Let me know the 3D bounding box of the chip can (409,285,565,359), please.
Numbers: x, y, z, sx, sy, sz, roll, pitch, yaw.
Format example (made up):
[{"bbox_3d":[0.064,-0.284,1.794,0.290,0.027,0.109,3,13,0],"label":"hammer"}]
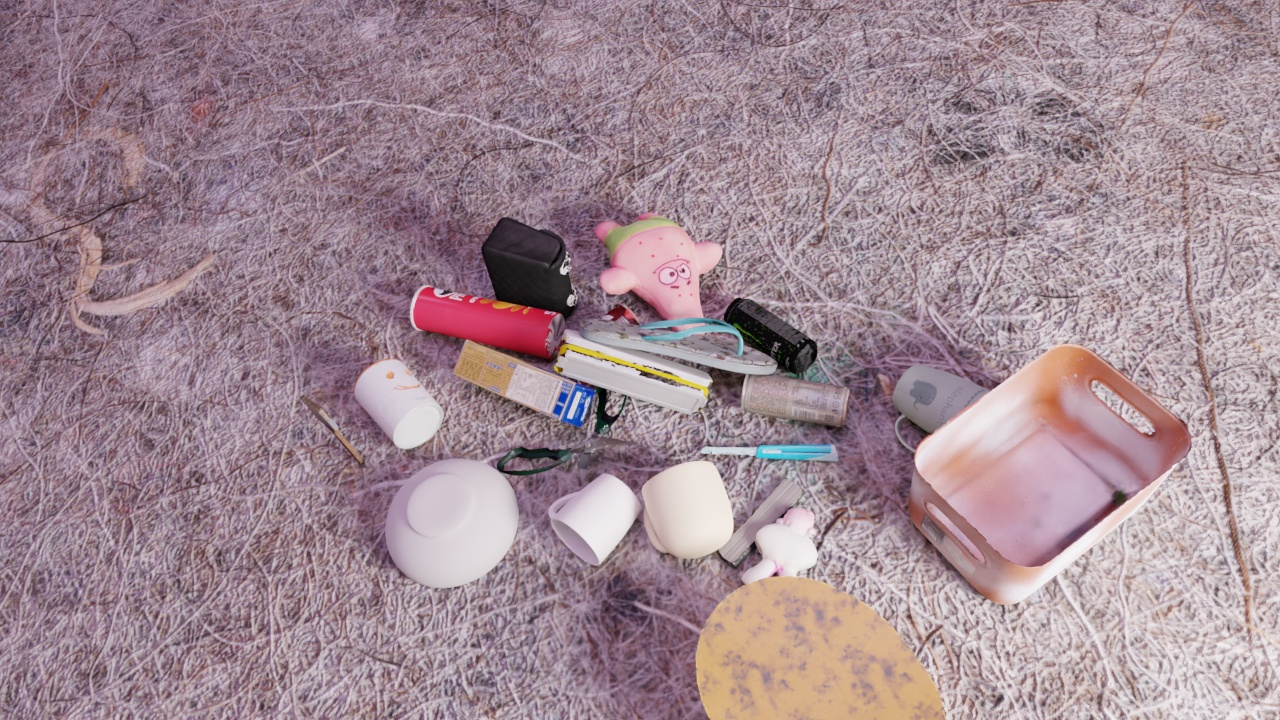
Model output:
[{"bbox_3d":[-0.223,-0.057,1.343,0.221,0.069,0.069,12,60,17],"label":"chip can"}]

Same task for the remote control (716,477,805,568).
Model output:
[{"bbox_3d":[0.150,0.201,1.140,0.033,0.013,0.136,37,68,28],"label":"remote control"}]

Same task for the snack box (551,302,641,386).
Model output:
[{"bbox_3d":[-0.057,-0.018,1.287,0.121,0.072,0.072,-37,58,-13],"label":"snack box"}]

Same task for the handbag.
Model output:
[{"bbox_3d":[-0.148,-0.139,1.339,0.125,0.154,0.114,19,58,15],"label":"handbag"}]

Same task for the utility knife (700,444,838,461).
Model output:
[{"bbox_3d":[0.166,0.121,1.191,0.177,0.015,0.022,-2,82,11],"label":"utility knife"}]

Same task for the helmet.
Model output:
[{"bbox_3d":[0.181,0.357,0.959,0.255,0.131,0.205,37,70,28],"label":"helmet"}]

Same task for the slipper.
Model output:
[{"bbox_3d":[0.053,-0.037,1.226,0.269,0.055,0.098,11,16,-2],"label":"slipper"}]

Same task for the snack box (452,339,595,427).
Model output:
[{"bbox_3d":[-0.160,0.030,1.257,0.207,0.057,0.056,21,87,32],"label":"snack box"}]

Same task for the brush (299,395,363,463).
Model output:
[{"bbox_3d":[-0.405,0.098,1.227,0.045,0.143,0.008,25,62,33],"label":"brush"}]

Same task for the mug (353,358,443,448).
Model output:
[{"bbox_3d":[-0.337,0.060,1.278,0.082,0.082,0.105,-39,60,-16],"label":"mug"}]

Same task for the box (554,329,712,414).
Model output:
[{"bbox_3d":[-0.008,0.012,1.220,0.210,0.067,0.070,17,80,-5],"label":"box"}]

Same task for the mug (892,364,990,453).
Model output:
[{"bbox_3d":[0.371,0.067,1.157,0.104,0.084,0.111,31,95,37],"label":"mug"}]

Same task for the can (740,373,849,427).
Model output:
[{"bbox_3d":[0.203,0.051,1.205,0.136,0.054,0.054,8,59,16],"label":"can"}]

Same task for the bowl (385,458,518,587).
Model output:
[{"bbox_3d":[-0.249,0.198,1.180,0.177,0.066,0.176,-5,56,7],"label":"bowl"}]

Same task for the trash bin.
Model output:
[{"bbox_3d":[0.452,0.133,1.046,0.259,0.157,0.181,-34,58,-11],"label":"trash bin"}]

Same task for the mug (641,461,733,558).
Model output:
[{"bbox_3d":[0.054,0.193,1.119,0.120,0.096,0.099,-37,60,31],"label":"mug"}]

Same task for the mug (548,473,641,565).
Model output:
[{"bbox_3d":[-0.064,0.191,1.151,0.114,0.081,0.087,18,54,44],"label":"mug"}]

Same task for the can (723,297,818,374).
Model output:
[{"bbox_3d":[0.180,-0.035,1.266,0.138,0.054,0.053,37,69,28],"label":"can"}]

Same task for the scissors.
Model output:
[{"bbox_3d":[-0.095,0.099,1.235,0.204,0.015,0.201,-11,37,18],"label":"scissors"}]

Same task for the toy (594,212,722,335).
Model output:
[{"bbox_3d":[0.031,-0.125,1.329,0.191,0.097,0.236,-20,67,-18],"label":"toy"}]

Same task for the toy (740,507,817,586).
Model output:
[{"bbox_3d":[0.174,0.231,1.101,0.079,0.038,0.122,19,67,24],"label":"toy"}]
